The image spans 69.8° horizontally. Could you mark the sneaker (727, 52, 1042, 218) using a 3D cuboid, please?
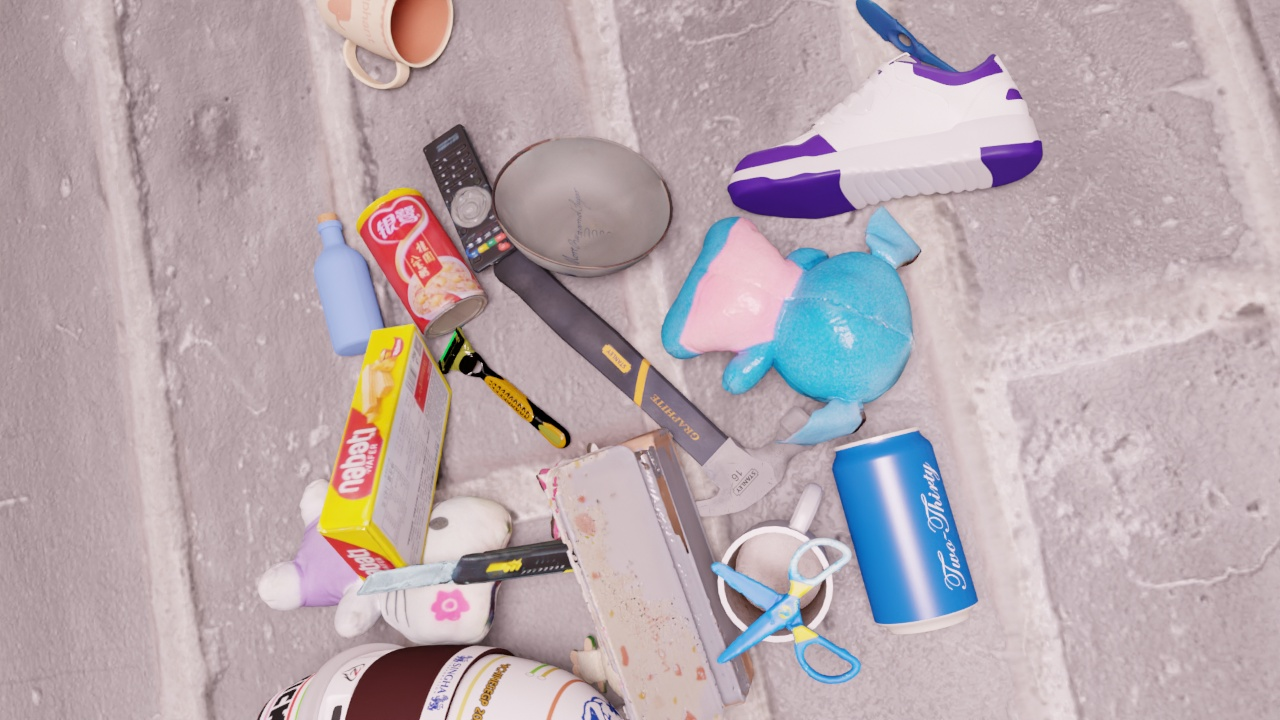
[{"bbox_3d":[0.189,-0.189,0.744,0.244,0.092,0.111,-7,77,12],"label":"sneaker"}]

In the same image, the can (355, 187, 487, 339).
[{"bbox_3d":[-0.194,-0.086,0.815,0.067,0.066,0.124,-35,79,5],"label":"can"}]

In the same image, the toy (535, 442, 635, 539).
[{"bbox_3d":[-0.047,0.107,0.766,0.103,0.050,0.065,-28,85,26],"label":"toy"}]

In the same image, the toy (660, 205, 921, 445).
[{"bbox_3d":[0.125,-0.047,0.728,0.191,0.099,0.223,22,76,14],"label":"toy"}]

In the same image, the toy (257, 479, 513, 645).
[{"bbox_3d":[-0.207,0.175,0.773,0.209,0.086,0.137,3,53,18],"label":"toy"}]

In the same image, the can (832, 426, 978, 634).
[{"bbox_3d":[0.202,0.130,0.710,0.079,0.079,0.146,-15,81,9],"label":"can"}]

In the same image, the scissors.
[{"bbox_3d":[0.107,0.176,0.656,0.125,0.014,0.130,30,86,11],"label":"scissors"}]

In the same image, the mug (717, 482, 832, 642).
[{"bbox_3d":[0.113,0.151,0.715,0.083,0.096,0.119,22,88,12],"label":"mug"}]

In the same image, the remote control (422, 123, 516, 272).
[{"bbox_3d":[-0.153,-0.146,0.827,0.045,0.021,0.140,-30,69,14],"label":"remote control"}]

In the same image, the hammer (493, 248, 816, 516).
[{"bbox_3d":[-0.005,0.004,0.788,0.312,0.035,0.139,44,95,12],"label":"hammer"}]

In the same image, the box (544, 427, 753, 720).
[{"bbox_3d":[0.015,0.164,0.686,0.071,0.156,0.216,-22,86,42],"label":"box"}]

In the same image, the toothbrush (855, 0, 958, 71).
[{"bbox_3d":[0.232,-0.267,0.780,0.132,0.021,0.016,43,58,12],"label":"toothbrush"}]

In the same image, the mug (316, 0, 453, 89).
[{"bbox_3d":[-0.242,-0.310,0.850,0.104,0.085,0.112,26,118,22],"label":"mug"}]

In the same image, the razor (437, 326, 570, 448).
[{"bbox_3d":[-0.118,0.030,0.811,0.144,0.021,0.044,39,117,12],"label":"razor"}]

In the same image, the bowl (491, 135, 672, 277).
[{"bbox_3d":[-0.050,-0.120,0.787,0.150,0.057,0.150,3,57,-4],"label":"bowl"}]

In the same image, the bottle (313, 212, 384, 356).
[{"bbox_3d":[-0.271,-0.072,0.838,0.048,0.048,0.131,-19,81,8],"label":"bottle"}]

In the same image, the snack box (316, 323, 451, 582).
[{"bbox_3d":[-0.199,0.074,0.738,0.042,0.092,0.200,-8,47,9],"label":"snack box"}]

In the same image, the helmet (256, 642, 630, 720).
[{"bbox_3d":[-0.101,0.332,0.657,0.236,0.230,0.314,-23,102,16],"label":"helmet"}]

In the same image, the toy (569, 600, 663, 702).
[{"bbox_3d":[-0.008,0.240,0.756,0.112,0.050,0.087,-22,80,2],"label":"toy"}]

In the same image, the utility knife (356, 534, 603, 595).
[{"bbox_3d":[-0.105,0.161,0.721,0.233,0.020,0.029,-2,107,-30],"label":"utility knife"}]
